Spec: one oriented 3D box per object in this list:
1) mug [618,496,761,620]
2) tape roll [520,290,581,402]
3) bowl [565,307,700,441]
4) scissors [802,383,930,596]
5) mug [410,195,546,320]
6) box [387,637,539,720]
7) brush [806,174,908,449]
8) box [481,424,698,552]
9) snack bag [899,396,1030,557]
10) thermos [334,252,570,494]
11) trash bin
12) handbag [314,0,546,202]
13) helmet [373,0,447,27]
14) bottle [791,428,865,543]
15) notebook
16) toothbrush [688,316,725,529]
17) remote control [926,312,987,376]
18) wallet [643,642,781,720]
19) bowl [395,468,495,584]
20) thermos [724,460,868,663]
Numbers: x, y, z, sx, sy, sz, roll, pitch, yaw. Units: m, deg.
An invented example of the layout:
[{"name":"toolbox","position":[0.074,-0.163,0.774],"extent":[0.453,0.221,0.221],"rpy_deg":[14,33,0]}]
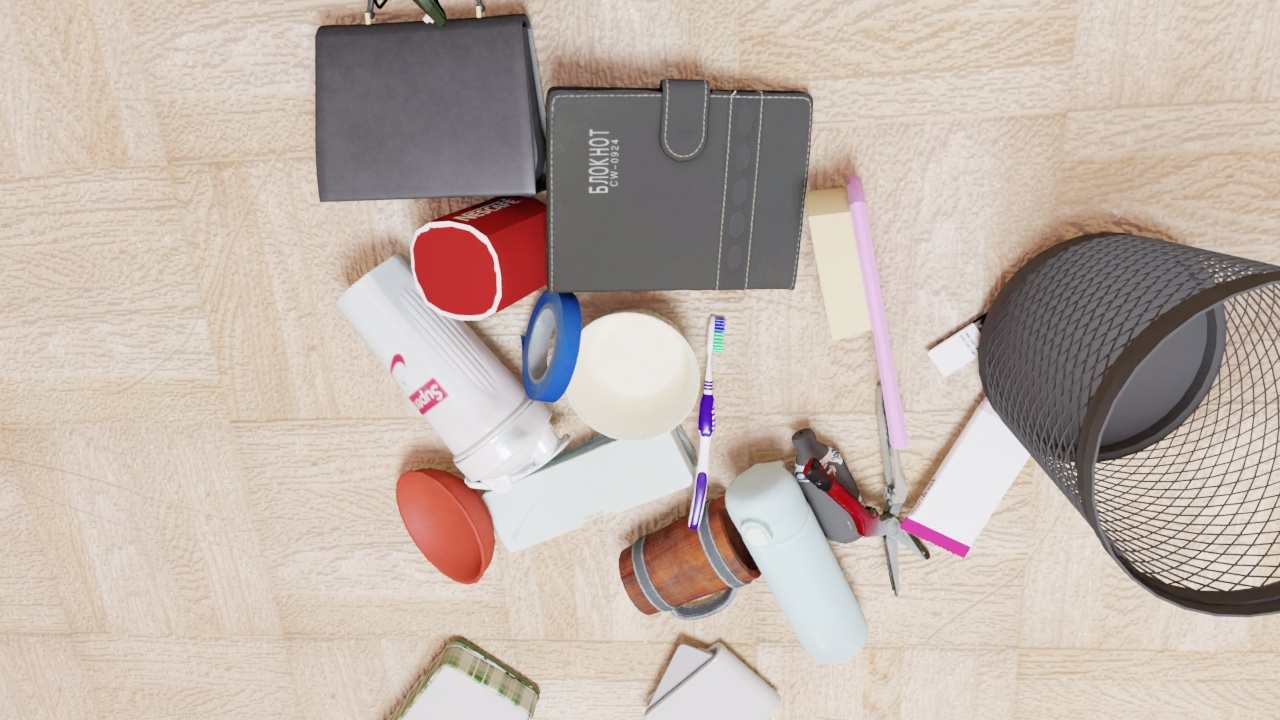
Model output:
[{"name":"mug","position":[0.054,0.195,0.852],"extent":[0.111,0.081,0.117],"rpy_deg":[-28,123,20]},{"name":"tape roll","position":[-0.075,-0.012,0.766],"extent":[0.016,0.091,0.093],"rpy_deg":[9,141,-26]},{"name":"bowl","position":[-0.005,0.005,0.788],"extent":[0.115,0.062,0.115],"rpy_deg":[2,111,6]},{"name":"scissors","position":[0.208,0.112,0.802],"extent":[0.198,0.015,0.179],"rpy_deg":[19,83,-36]},{"name":"mug","position":[-0.136,-0.086,0.745],"extent":[0.116,0.096,0.080],"rpy_deg":[8,114,24]},{"name":"box","position":[-0.205,0.395,0.972],"extent":[0.117,0.050,0.206],"rpy_deg":[33,112,-9]},{"name":"brush","position":[0.176,-0.031,0.738],"extent":[0.043,0.089,0.229],"rpy_deg":[-10,109,15]},{"name":"box","position":[-0.049,0.111,0.844],"extent":[0.199,0.067,0.083],"rpy_deg":[-25,125,17]},{"name":"snack bag","position":[0.303,0.078,0.793],"extent":[0.070,0.016,0.197],"rpy_deg":[25,105,-7]},{"name":"thermos","position":[-0.166,0.014,0.802],"extent":[0.099,0.099,0.220],"rpy_deg":[-37,98,18]},{"name":"trash bin","position":[0.373,0.022,0.646],"extent":[0.218,0.227,0.218],"rpy_deg":[0,108,-1]},{"name":"handbag","position":[-0.167,-0.230,0.721],"extent":[0.176,0.072,0.196],"rpy_deg":[-1,107,7]},{"name":"helmet","position":[-0.141,-0.357,0.552],"extent":[0.233,0.255,0.251],"rpy_deg":[43,108,-13]},{"name":"bottle","position":[0.166,0.111,0.816],"extent":[0.047,0.047,0.112],"rpy_deg":[-24,107,15]},{"name":"notebook","position":[0.030,-0.133,0.722],"extent":[0.209,0.029,0.170],"rpy_deg":[-3,114,-13]},{"name":"toothbrush","position":[0.058,0.055,0.797],"extent":[0.016,0.015,0.186],"rpy_deg":[5,92,2]},{"name":"remote control","position":[0.299,-0.032,0.763],"extent":[0.124,0.011,0.028],"rpy_deg":[-36,103,18]},{"name":"wallet","position":[0.059,0.338,0.923],"extent":[0.115,0.037,0.119],"rpy_deg":[43,106,-10]},{"name":"bowl","position":[-0.176,0.149,0.861],"extent":[0.122,0.035,0.122],"rpy_deg":[23,129,32]},{"name":"thermos","position":[0.139,0.180,0.815],"extent":[0.065,0.077,0.207],"rpy_deg":[-10,123,32]}]
